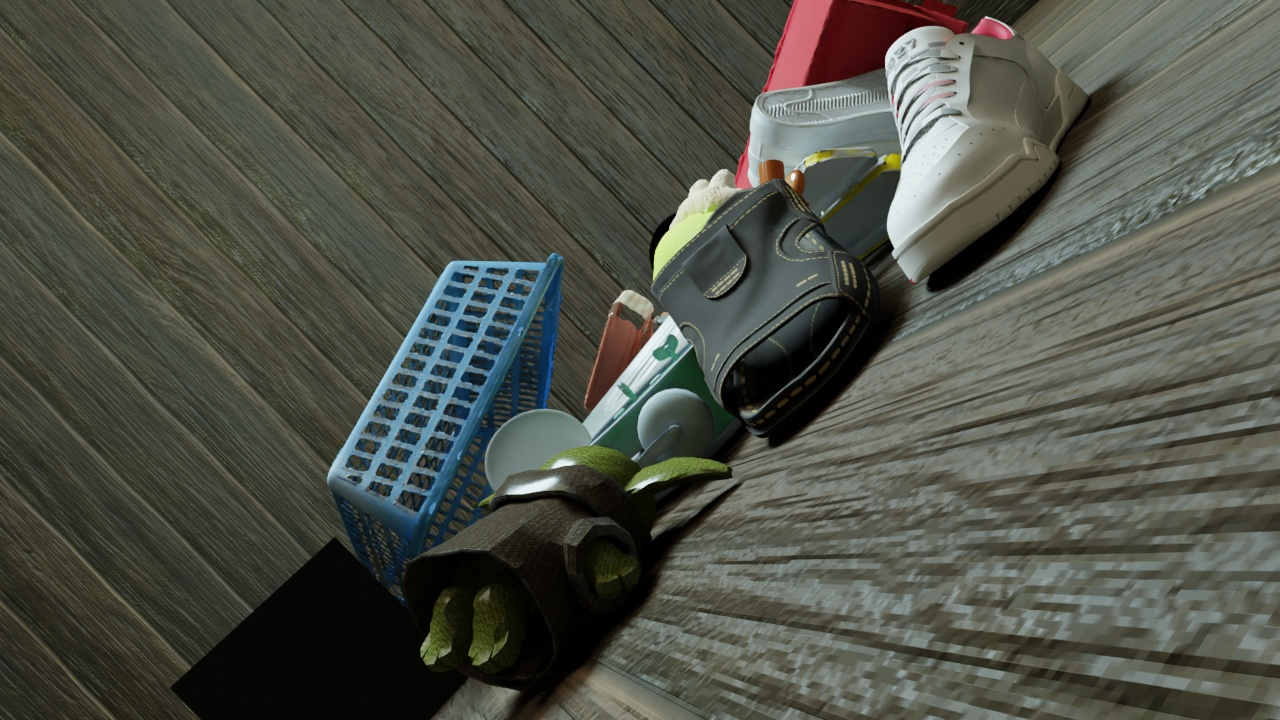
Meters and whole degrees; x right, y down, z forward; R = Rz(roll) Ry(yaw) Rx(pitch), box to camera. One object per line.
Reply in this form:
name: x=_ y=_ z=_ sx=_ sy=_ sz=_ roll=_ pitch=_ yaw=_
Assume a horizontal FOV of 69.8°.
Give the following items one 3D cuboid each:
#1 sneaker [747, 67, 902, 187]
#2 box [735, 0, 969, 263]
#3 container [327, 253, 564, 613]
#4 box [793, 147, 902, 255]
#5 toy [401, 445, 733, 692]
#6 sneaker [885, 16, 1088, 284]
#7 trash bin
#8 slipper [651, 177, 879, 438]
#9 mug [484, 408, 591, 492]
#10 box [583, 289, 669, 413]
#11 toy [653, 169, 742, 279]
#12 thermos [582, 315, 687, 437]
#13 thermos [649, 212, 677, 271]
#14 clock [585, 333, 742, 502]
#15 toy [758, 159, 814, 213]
sneaker: x=0.201 y=-0.190 z=0.789 sx=0.242 sy=0.089 sz=0.091 roll=-12 pitch=-42 yaw=-16
box: x=0.182 y=-0.224 z=0.841 sx=0.164 sy=0.153 sz=0.215 roll=-50 pitch=-19 yaw=-57
container: x=-0.161 y=0.089 z=0.789 sx=0.363 sy=0.089 sz=0.256 roll=106 pitch=-175 yaw=-59
box: x=0.154 y=-0.119 z=0.784 sx=0.210 sy=0.129 sz=0.036 roll=137 pitch=134 yaw=-66
toy: x=-0.049 y=0.101 z=0.473 sx=0.180 sy=0.078 sz=0.152 roll=-14 pitch=15 yaw=37
sneaker: x=0.173 y=-0.134 z=0.517 sx=0.235 sy=0.104 sz=0.091 roll=-45 pitch=1 yaw=-42
trash bin: x=-0.243 y=0.246 z=0.713 sx=0.139 sy=0.139 sz=0.172 roll=-45 pitch=1 yaw=-24
slipper: x=0.065 y=-0.051 z=0.555 sx=0.113 sy=0.075 sz=0.267 roll=-44 pitch=24 yaw=19
mug: x=-0.067 y=0.108 z=0.679 sx=0.078 sy=0.111 sz=0.097 roll=-6 pitch=-33 yaw=2
box: x=-0.005 y=0.007 z=0.873 sx=0.042 sy=0.083 sz=0.187 roll=-55 pitch=-8 yaw=-35
toy: x=0.049 y=-0.101 z=0.730 sx=0.092 sy=0.046 sz=0.115 roll=-23 pitch=44 yaw=49
thermos: x=0.041 y=0.002 z=0.748 sx=0.220 sy=0.099 sz=0.099 roll=-48 pitch=2 yaw=-17
thermos: x=0.093 y=-0.098 z=0.991 sx=0.082 sy=0.082 sz=0.240 roll=-44 pitch=-19 yaw=15
clock: x=0.014 y=0.041 z=0.605 sx=0.122 sy=0.075 sz=0.161 roll=-44 pitch=1 yaw=33
toy: x=0.110 y=-0.087 z=0.688 sx=0.065 sy=0.127 sz=0.095 roll=5 pitch=-18 yaw=-26
